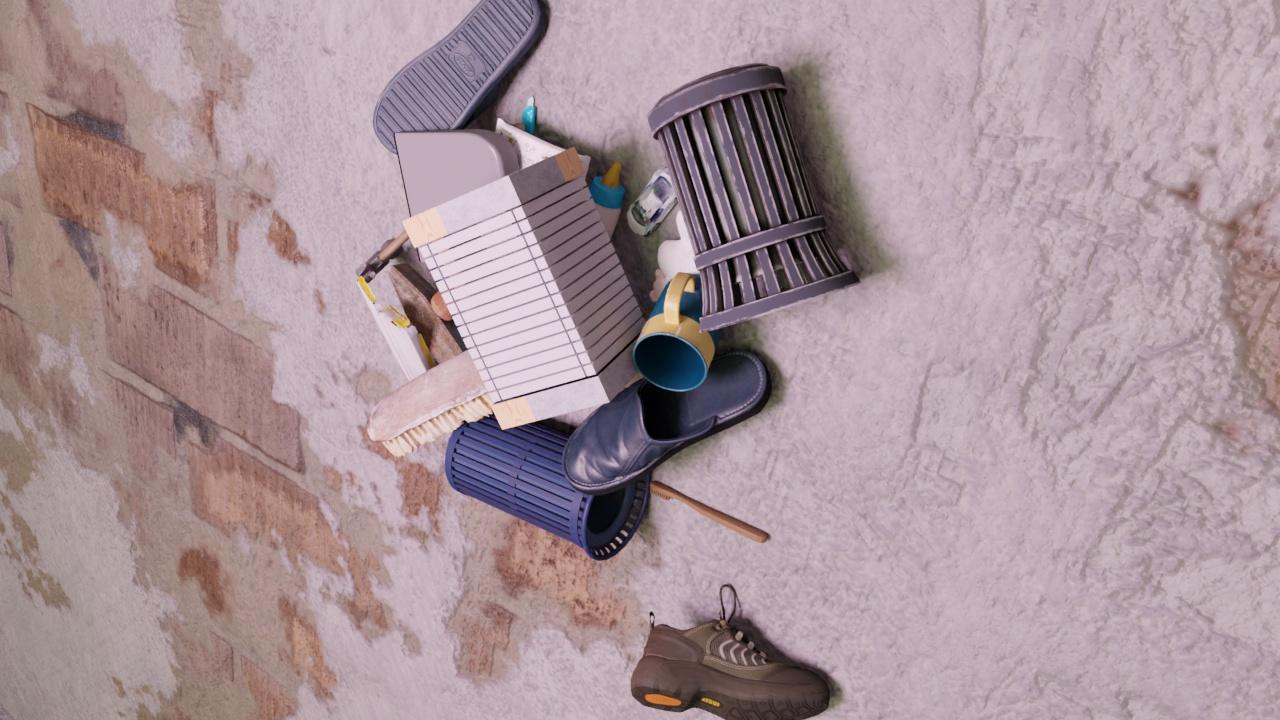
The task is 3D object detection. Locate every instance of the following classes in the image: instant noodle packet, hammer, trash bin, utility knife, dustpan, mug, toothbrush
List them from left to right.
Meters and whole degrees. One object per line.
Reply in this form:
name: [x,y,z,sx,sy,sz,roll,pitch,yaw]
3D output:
hammer: [-0.260,-0.200,1.190,0.332,0.119,0.031,-32,109,30]
hammer: [-0.191,-0.131,1.165,0.302,0.037,0.158,-37,86,27]
dustpan: [-0.174,-0.190,1.083,0.258,0.033,0.163,9,117,32]
utility knife: [-0.139,-0.265,1.130,0.022,0.015,0.117,21,114,29]
instant noodle packet: [-0.124,-0.219,1.077,0.134,0.026,0.087,27,116,21]
trash bin: [-0.111,-0.077,0.995,0.143,0.142,0.247,-15,106,30]
trash bin: [-0.128,0.148,1.187,0.250,0.139,0.139,17,115,31]
mug: [0.046,-0.043,0.989,0.083,0.107,0.114,11,136,17]
toothbrush: [0.081,0.187,1.131,0.167,0.016,0.016,22,116,28]
trash bin: [0.104,-0.161,0.911,0.165,0.163,0.227,-16,93,37]

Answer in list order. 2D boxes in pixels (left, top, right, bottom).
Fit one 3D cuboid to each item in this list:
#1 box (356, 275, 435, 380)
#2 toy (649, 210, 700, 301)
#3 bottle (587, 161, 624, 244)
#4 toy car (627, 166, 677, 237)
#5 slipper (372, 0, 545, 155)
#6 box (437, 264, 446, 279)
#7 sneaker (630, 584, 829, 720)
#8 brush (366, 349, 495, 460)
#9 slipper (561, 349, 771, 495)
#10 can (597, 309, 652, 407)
box: [-0.327,-0.022,1.264,0.129,0.034,0.210,42,160,24]
toy: [0.052,-0.109,1.037,0.076,0.037,0.126,38,129,9]
bottle: [-0.052,-0.169,1.079,0.051,0.051,0.146,37,123,19]
toy car: [0.014,-0.179,1.046,0.038,0.027,0.090,47,126,10]
slipper: [-0.211,-0.344,1.119,0.264,0.082,0.101,-38,87,18]
box: [-0.168,-0.075,1.204,0.175,0.033,0.231,-18,95,30]
sneaker: [0.110,0.363,1.131,0.238,0.142,0.101,9,138,-1]
brush: [-0.236,0.042,1.182,0.272,0.056,0.083,-27,46,17]
slipper: [0.013,0.057,1.030,0.266,0.083,0.108,-27,57,16]
can: [-0.007,0.006,1.106,0.054,0.054,0.136,42,125,16]
